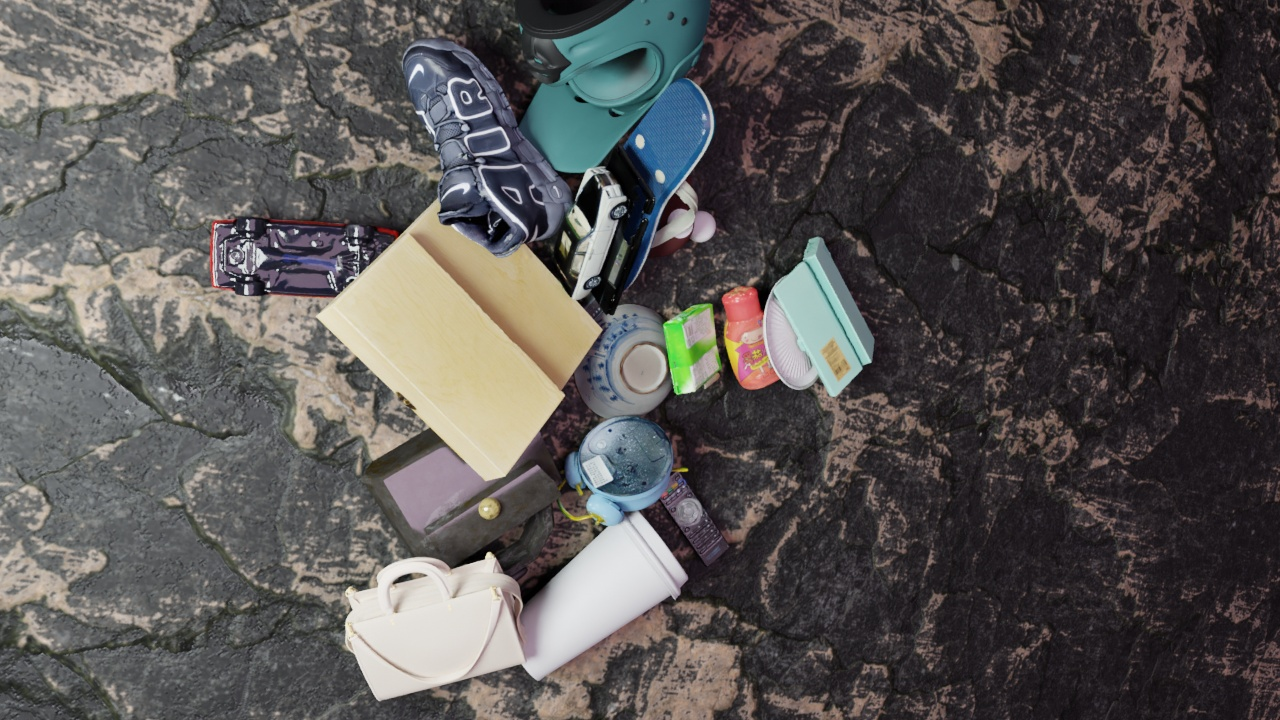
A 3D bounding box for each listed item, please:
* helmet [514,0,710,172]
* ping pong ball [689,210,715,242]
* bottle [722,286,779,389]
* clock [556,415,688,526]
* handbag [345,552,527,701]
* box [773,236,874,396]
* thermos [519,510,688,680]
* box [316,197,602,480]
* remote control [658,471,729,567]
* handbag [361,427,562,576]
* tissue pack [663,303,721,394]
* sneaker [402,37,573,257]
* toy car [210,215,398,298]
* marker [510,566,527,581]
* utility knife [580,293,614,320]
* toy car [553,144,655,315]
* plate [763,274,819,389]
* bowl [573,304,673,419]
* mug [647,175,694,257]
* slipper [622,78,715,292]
[{"bbox_3d":[-0.034,-0.356,1.014,0.274,0.176,0.200,-54,157,-17],"label":"helmet"},{"bbox_3d":[0.077,-0.172,1.179,0.040,0.040,0.040,-4,100,-25],"label":"ping pong ball"},{"bbox_3d":[0.147,-0.032,1.230,0.071,0.048,0.134,-25,107,-24],"label":"bottle"},{"bbox_3d":[-0.031,0.138,1.138,0.162,0.118,0.060,-27,144,-12],"label":"clock"},{"bbox_3d":[-0.230,0.278,1.016,0.194,0.101,0.198,-13,134,-6],"label":"handbag"},{"bbox_3d":[0.259,-0.061,1.260,0.187,0.052,0.138,56,45,-22],"label":"box"},{"bbox_3d":[-0.061,0.296,1.149,0.221,0.131,0.131,-37,112,-8],"label":"thermos"},{"bbox_3d":[-0.180,-0.041,1.008,0.247,0.068,0.252,49,44,-19],"label":"box"},{"bbox_3d":[0.068,0.215,1.249,0.045,0.021,0.140,-38,107,-17],"label":"remote control"},{"bbox_3d":[-0.186,0.167,1.073,0.197,0.102,0.199,-32,110,-18],"label":"handbag"},{"bbox_3d":[0.069,-0.015,1.177,0.113,0.034,0.099,-34,117,-59],"label":"tissue pack"},{"bbox_3d":[-0.189,-0.210,0.976,0.252,0.097,0.150,53,38,-20],"label":"sneaker"},{"bbox_3d":[-0.355,-0.107,0.977,0.189,0.056,0.081,1,96,-20],"label":"toy car"},{"bbox_3d":[-0.198,0.295,1.138,0.133,0.015,0.018,-31,138,-18],"label":"marker"},{"bbox_3d":[-0.064,-0.061,1.143,0.029,0.020,0.172,44,80,-22],"label":"utility knife"},{"bbox_3d":[-0.053,-0.138,1.035,0.071,0.094,0.192,-14,148,-31],"label":"toy car"},{"bbox_3d":[0.209,-0.038,1.247,0.156,0.014,0.157,6,82,-47],"label":"plate"},{"bbox_3d":[-0.007,0.007,1.159,0.150,0.057,0.151,-4,100,-24],"label":"bowl"},{"bbox_3d":[0.035,-0.181,1.130,0.087,0.088,0.114,30,85,-26],"label":"mug"},{"bbox_3d":[0.013,-0.195,1.045,0.060,0.296,0.118,-19,67,-38],"label":"slipper"}]
